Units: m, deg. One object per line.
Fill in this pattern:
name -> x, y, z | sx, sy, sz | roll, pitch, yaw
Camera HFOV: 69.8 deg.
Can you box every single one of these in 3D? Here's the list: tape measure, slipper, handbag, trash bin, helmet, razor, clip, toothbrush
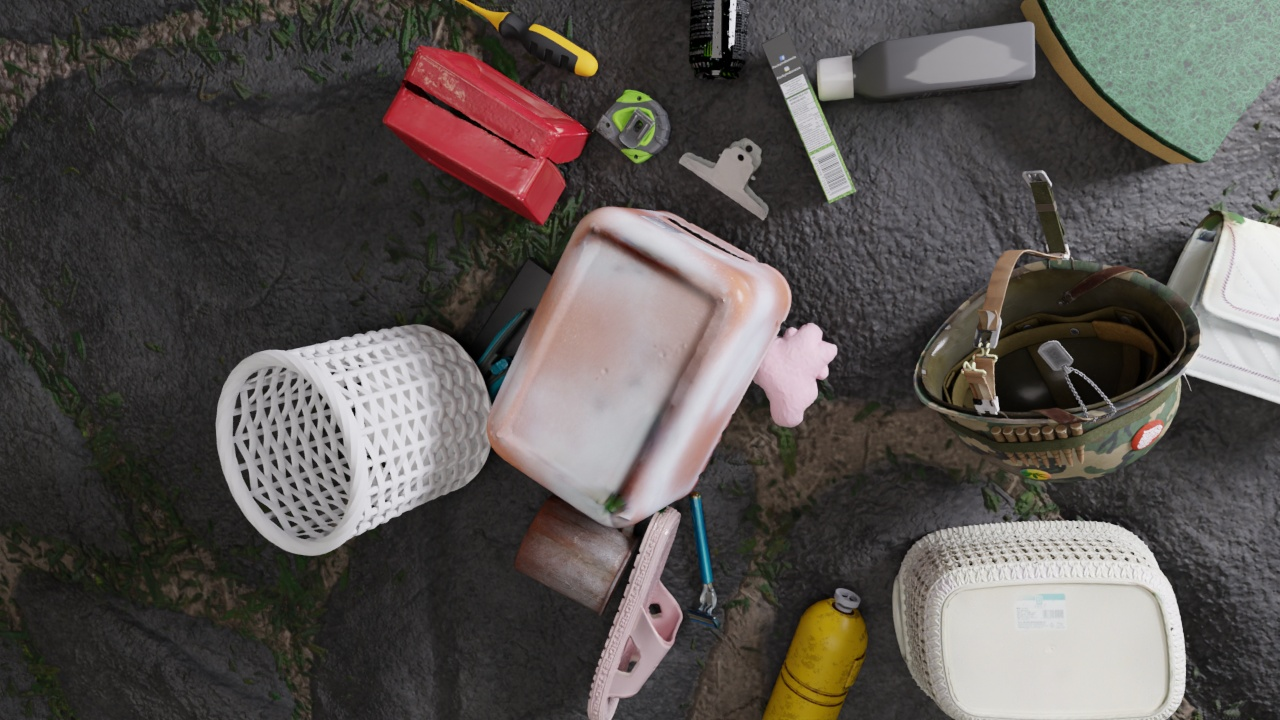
tape measure -> -0.004, -0.225, 0.879 | 0.065, 0.035, 0.059 | 37, 106, 3
slipper -> 0.010, 0.269, 0.950 | 0.064, 0.094, 0.239 | 19, 99, 12
handbag -> 0.554, -0.031, 0.768 | 0.198, 0.096, 0.142 | 19, 104, 10
trash bin -> -0.005, 0.005, 0.834 | 0.181, 0.157, 0.260 | 31, 106, 15
helmet -> 0.336, -0.006, 0.758 | 0.236, 0.192, 0.225 | 45, 151, -16
razor -> 0.065, 0.208, 0.964 | 0.042, 0.022, 0.144 | 2, 100, 49
clip -> 0.092, -0.184, 0.877 | 0.101, 0.040, 0.054 | 35, 126, 2
toothbrush -> -0.127, -0.325, 0.890 | 0.197, 0.031, 0.030 | 30, 61, 9

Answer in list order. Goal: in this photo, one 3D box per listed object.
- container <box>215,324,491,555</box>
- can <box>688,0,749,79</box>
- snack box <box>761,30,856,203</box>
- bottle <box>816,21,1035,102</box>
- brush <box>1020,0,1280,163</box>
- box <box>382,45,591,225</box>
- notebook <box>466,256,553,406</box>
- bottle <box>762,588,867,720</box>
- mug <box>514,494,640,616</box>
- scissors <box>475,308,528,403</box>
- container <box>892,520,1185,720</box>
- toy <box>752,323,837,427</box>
container -> -0.273, 0.069, 0.896 | 0.190, 0.186, 0.189 | 7, 104, 29
can -> 0.072, -0.328, 0.831 | 0.054, 0.053, 0.138 | 4, 102, 11
snack box -> 0.152, -0.215, 0.824 | 0.025, 0.080, 0.147 | -23, 96, 15
bottle -> 0.242, -0.253, 0.796 | 0.174, 0.083, 0.046 | -3, 101, 14
brush -> 0.467, -0.306, 0.739 | 0.195, 0.075, 0.251 | 46, 107, 0
box -> -0.148, -0.207, 0.866 | 0.157, 0.135, 0.117 | 33, 104, 5
notebook -> -0.067, 0.028, 0.955 | 0.231, 0.019, 0.169 | 36, 105, 3
bottle -> 0.184, 0.309, 0.932 | 0.071, 0.071, 0.164 | 19, 105, 8
mug -> -0.059, 0.186, 0.950 | 0.110, 0.096, 0.123 | 25, 97, 2
scissors -> -0.148, 0.010, 0.946 | 0.151, 0.019, 0.130 | 4, 95, 17
container -> 0.365, 0.245, 0.842 | 0.252, 0.143, 0.184 | -5, 86, 13
toy -> 0.144, 0.005, 0.885 | 0.096, 0.052, 0.099 | -42, 84, 24
